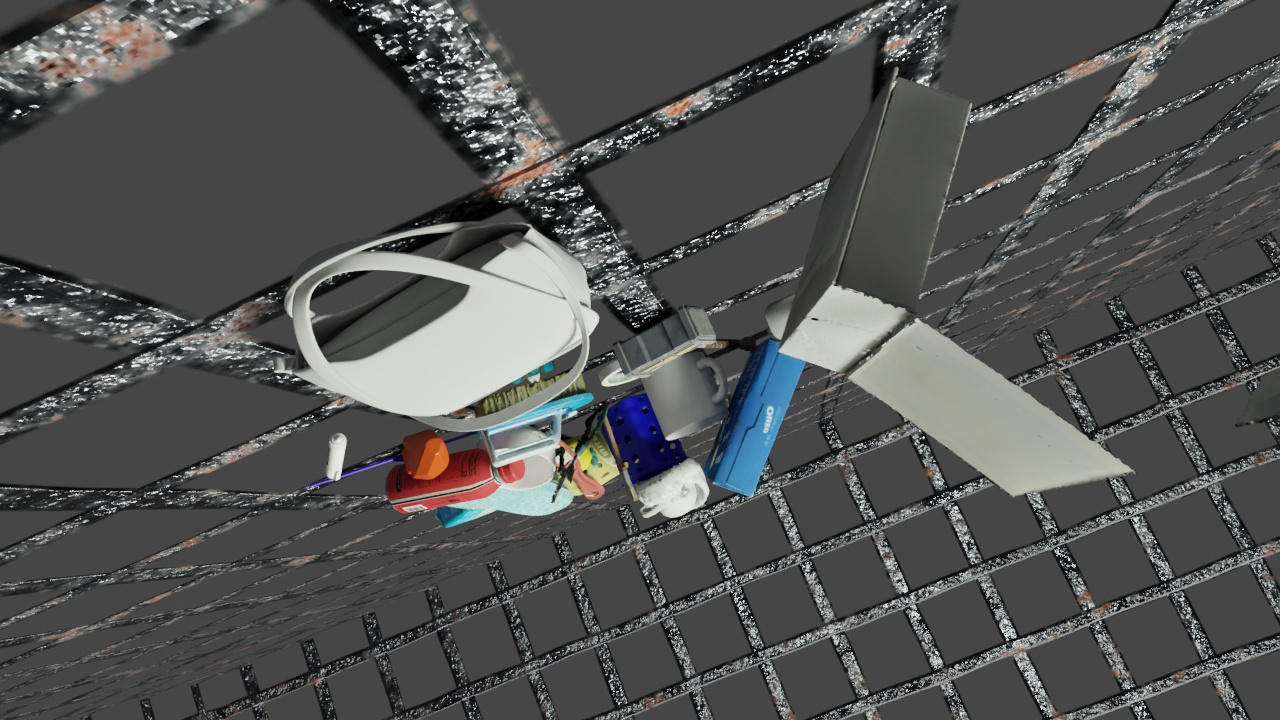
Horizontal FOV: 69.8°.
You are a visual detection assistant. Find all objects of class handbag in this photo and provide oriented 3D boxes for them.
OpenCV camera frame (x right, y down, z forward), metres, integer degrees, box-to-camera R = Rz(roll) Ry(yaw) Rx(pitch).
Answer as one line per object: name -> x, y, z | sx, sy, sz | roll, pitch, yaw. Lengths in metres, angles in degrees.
handbag -> -0.145, -0.020, 0.597 | 0.216, 0.095, 0.222 | -28, 161, 15

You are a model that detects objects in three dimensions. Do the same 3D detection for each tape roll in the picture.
tape roll -> -0.007, 0.007, 1.118 | 0.093, 0.013, 0.093 | -21, 167, -5

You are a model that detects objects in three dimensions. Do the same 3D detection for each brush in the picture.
brush -> -0.033, 0.129, 1.287 | 0.008, 0.143, 0.045 | -19, 176, -11
brush -> -0.103, 0.156, 1.369 | 0.041, 0.030, 0.172 | -30, 136, 6
brush -> -0.114, 0.064, 1.032 | 0.135, 0.075, 0.055 | -17, 167, -23

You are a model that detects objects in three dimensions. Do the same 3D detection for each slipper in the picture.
slipper -> 0.050, 0.191, 1.350 | 0.112, 0.074, 0.246 | -39, 164, 3
slipper -> -0.063, 0.146, 1.439 | 0.190, 0.091, 0.082 | -20, 165, -28
slipper -> -0.202, 0.171, 1.315 | 0.116, 0.069, 0.276 | -31, 149, 26

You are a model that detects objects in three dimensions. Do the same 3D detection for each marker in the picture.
marker -> -0.318, 0.101, 0.959 | 0.017, 0.020, 0.134 | -27, 171, -27

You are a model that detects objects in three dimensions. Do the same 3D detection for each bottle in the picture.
bottle -> -0.224, 0.144, 1.122 | 0.177, 0.062, 0.062 | -13, 172, 22

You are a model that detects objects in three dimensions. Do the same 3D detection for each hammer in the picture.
hammer -> 0.083, -0.021, 1.108 | 0.099, 0.044, 0.321 | -28, 169, 23

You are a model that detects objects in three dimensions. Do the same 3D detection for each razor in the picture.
razor -> 0.202, -0.058, 1.156 | 0.088, 0.047, 0.116 | -24, 175, 6

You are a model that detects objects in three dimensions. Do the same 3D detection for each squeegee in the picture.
squeegee -> -0.241, 0.106, 1.028 | 0.249, 0.055, 0.185 | -18, 175, -21

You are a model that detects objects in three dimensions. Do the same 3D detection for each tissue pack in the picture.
tissue pack -> -0.255, 0.208, 1.422 | 0.092, 0.061, 0.145 | -15, 166, -37

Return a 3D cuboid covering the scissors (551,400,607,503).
scissors -> -0.108, 0.143, 1.221 | 0.155, 0.015, 0.208 | -39, -166, 30

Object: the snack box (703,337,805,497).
snack box -> 0.148, 0.075, 1.228 | 0.056, 0.195, 0.239 | 22, 178, 2

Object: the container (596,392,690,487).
container -> 0.003, 0.114, 1.351 | 0.084, 0.113, 0.085 | -10, 163, -44

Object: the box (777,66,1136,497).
box -> 0.214, 0.067, 0.621 | 0.148, 0.506, 0.167 | -17, 168, -7

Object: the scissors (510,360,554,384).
scissors -> -0.106, 0.005, 0.926 | 0.139, 0.019, 0.128 | -30, 166, 39

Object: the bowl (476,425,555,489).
bowl -> -0.160, 0.119, 1.181 | 0.105, 0.054, 0.105 | 1, 142, 1

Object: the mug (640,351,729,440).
mug -> 0.068, 0.041, 1.214 | 0.090, 0.090, 0.122 | -10, 163, -44
